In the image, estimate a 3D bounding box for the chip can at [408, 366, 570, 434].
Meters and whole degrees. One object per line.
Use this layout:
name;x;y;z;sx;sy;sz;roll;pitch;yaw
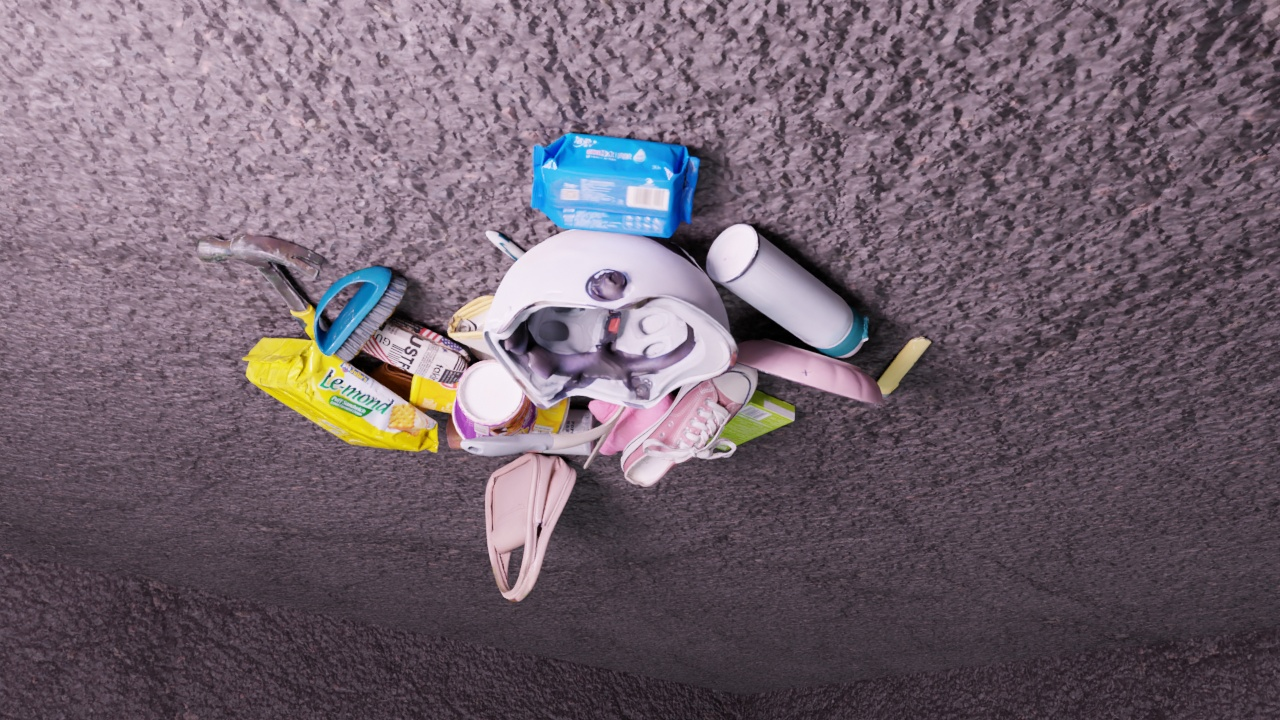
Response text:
chip can;-0.208;0.049;1.268;0.213;0.072;0.072;13;151;-15

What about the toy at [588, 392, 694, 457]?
toy;0.026;0.082;1.296;0.194;0.074;0.179;2;139;2

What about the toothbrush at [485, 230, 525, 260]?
toothbrush;-0.109;-0.094;1.042;0.016;0.018;0.191;-15;146;32

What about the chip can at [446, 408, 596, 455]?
chip can;-0.175;0.102;1.362;0.215;0.071;0.071;2;152;4

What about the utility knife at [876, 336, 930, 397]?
utility knife;0.333;0.011;1.175;0.031;0.018;0.152;4;154;-8

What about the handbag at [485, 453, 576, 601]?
handbag;-0.196;0.283;1.529;0.093;0.233;0.194;21;148;-25

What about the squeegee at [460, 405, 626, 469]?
squeegee;-0.111;0.097;1.165;0.246;0.039;0.247;-8;145;-37

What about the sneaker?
sneaker;0.067;0.095;1.212;0.118;0.087;0.241;35;113;-28

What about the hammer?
hammer;-0.416;-0.054;1.150;0.126;0.031;0.324;2;152;7

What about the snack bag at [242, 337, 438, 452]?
snack bag;-0.397;0.054;1.216;0.158;0.068;0.246;3;151;44

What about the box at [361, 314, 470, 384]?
box;-0.298;-0.015;1.161;0.164;0.064;0.074;22;166;-11

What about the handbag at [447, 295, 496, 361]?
handbag;-0.161;-0.023;1.155;0.163;0.063;0.179;29;158;-37

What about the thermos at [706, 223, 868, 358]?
thermos;0.166;-0.067;1.002;0.073;0.073;0.224;-21;143;39

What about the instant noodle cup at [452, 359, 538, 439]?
instant noodle cup;-0.188;0.052;1.172;0.111;0.111;0.099;6;160;-3

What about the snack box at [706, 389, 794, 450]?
snack box;0.141;0.089;1.337;0.085;0.026;0.157;21;147;-28

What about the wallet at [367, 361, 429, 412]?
wallet;-0.347;0.047;1.333;0.119;0.035;0.131;30;144;-29

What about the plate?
plate;0.199;0.009;1.098;0.192;0.039;0.192;17;-177;-1

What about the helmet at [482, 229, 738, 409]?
helmet;-0.031;-0.057;0.967;0.259;0.145;0.229;-7;151;11

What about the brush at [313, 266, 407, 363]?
brush;-0.337;-0.058;1.074;0.073;0.055;0.144;30;122;-32

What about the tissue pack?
tissue pack;-0.026;-0.166;0.861;0.157;0.052;0.095;5;150;-1
